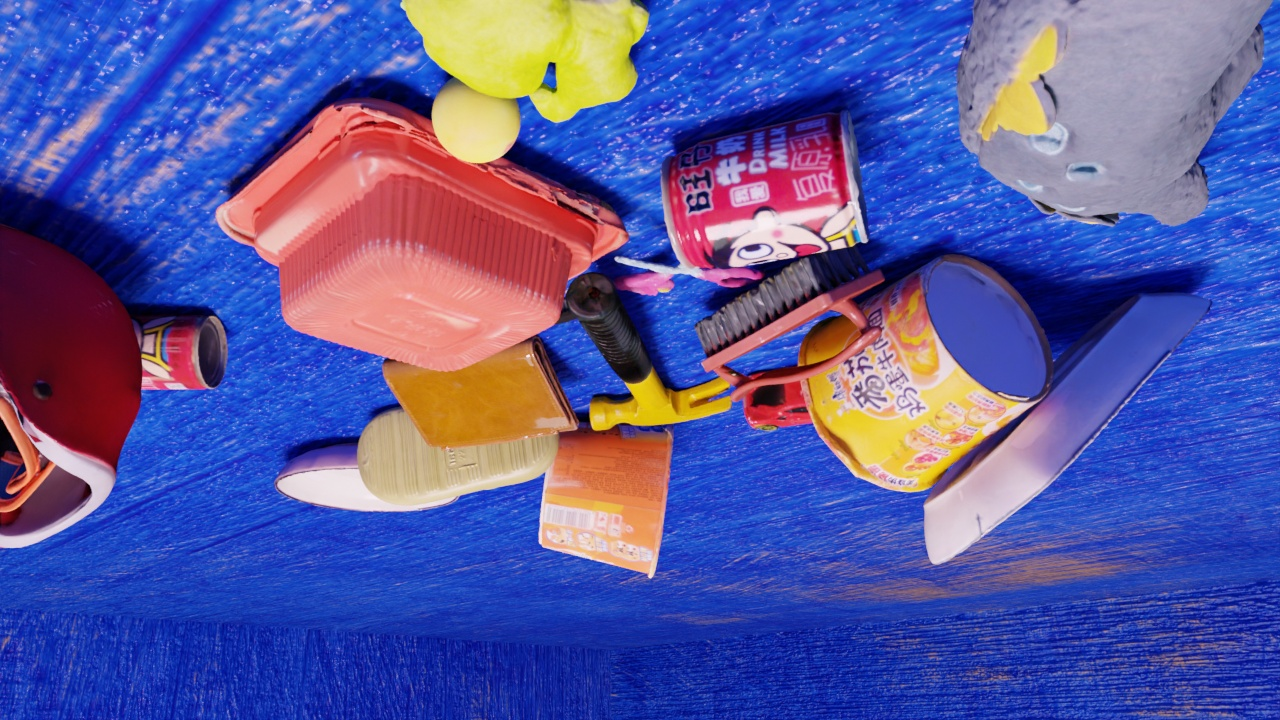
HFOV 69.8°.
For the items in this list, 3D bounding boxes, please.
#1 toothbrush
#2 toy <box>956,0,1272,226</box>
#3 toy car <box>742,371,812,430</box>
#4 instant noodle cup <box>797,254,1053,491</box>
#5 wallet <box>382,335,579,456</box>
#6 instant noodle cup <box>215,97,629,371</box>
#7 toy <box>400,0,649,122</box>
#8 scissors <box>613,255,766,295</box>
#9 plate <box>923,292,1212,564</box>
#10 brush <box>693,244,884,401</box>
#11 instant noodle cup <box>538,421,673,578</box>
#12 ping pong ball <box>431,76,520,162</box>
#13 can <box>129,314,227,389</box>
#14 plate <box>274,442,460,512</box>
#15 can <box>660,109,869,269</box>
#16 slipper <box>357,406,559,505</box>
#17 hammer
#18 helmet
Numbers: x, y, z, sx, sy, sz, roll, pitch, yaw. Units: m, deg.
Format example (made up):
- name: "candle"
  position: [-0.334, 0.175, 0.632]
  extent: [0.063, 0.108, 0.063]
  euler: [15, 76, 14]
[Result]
- name: "toothbrush"
  position: [-0.118, -0.023, 0.678]
  extent: [0.190, 0.016, 0.014]
  euler: [-11, 165, 28]
- name: "toy"
  position: [0.189, -0.124, 0.341]
  extent: [0.138, 0.091, 0.356]
  euler: [-19, 157, 9]
- name: "toy car"
  position: [0.137, 0.028, 0.762]
  extent: [0.106, 0.049, 0.031]
  euler: [-7, 159, 18]
- name: "instant noodle cup"
  position: [0.192, 0.004, 0.607]
  extent: [0.138, 0.137, 0.110]
  euler: [10, 147, -27]
- name: "wallet"
  position: [-0.126, 0.035, 0.744]
  extent: [0.131, 0.035, 0.119]
  euler: [-8, 135, 15]
- name: "instant noodle cup"
  position: [-0.120, -0.055, 0.508]
  extent: [0.188, 0.079, 0.165]
  euler: [20, 149, -40]
- name: "toy"
  position: [-0.046, -0.134, 0.377]
  extent: [0.100, 0.031, 0.097]
  euler: [-3, 149, -11]
- name: "scissors"
  position: [0.031, -0.055, 0.564]
  extent: [0.130, 0.017, 0.133]
  euler: [0, 174, -19]
- name: "plate"
  position: [0.282, 0.036, 0.631]
  extent: [0.265, 0.034, 0.162]
  euler: [-39, 167, -19]
- name: "brush"
  position: [0.092, -0.018, 0.603]
  extent: [0.063, 0.069, 0.146]
  euler: [-23, 175, -38]
- name: "instant noodle cup"
  position: [-0.033, 0.124, 0.877]
  extent: [0.111, 0.151, 0.151]
  euler: [7, 158, 0]
- name: "ping pong ball"
  position: [-0.075, -0.111, 0.420]
  extent: [0.040, 0.040, 0.040]
  euler: [-1, 158, -1]
- name: "can"
  position: [-0.368, -0.006, 0.647]
  extent: [0.132, 0.053, 0.053]
  euler: [0, 158, -3]
- name: "plate"
  position: [-0.290, 0.124, 0.989]
  extent: [0.192, 0.039, 0.193]
  euler: [-1, 158, 0]
- name: "can"
  position: [0.063, -0.083, 0.462]
  extent: [0.094, 0.066, 0.066]
  euler: [-9, 157, 18]
- name: "slipper"
  position: [-0.162, 0.087, 0.844]
  extent: [0.191, 0.091, 0.081]
  euler: [-8, 160, 9]
- name: "hammer"
  position: [-0.004, 0.004, 0.692]
  extent: [0.129, 0.032, 0.301]
  euler: [-7, 162, 9]
- name: "helmet"
  position: [-0.405, -0.010, 0.527]
  extent: [0.240, 0.143, 0.208]
  euler: [28, 137, -21]
